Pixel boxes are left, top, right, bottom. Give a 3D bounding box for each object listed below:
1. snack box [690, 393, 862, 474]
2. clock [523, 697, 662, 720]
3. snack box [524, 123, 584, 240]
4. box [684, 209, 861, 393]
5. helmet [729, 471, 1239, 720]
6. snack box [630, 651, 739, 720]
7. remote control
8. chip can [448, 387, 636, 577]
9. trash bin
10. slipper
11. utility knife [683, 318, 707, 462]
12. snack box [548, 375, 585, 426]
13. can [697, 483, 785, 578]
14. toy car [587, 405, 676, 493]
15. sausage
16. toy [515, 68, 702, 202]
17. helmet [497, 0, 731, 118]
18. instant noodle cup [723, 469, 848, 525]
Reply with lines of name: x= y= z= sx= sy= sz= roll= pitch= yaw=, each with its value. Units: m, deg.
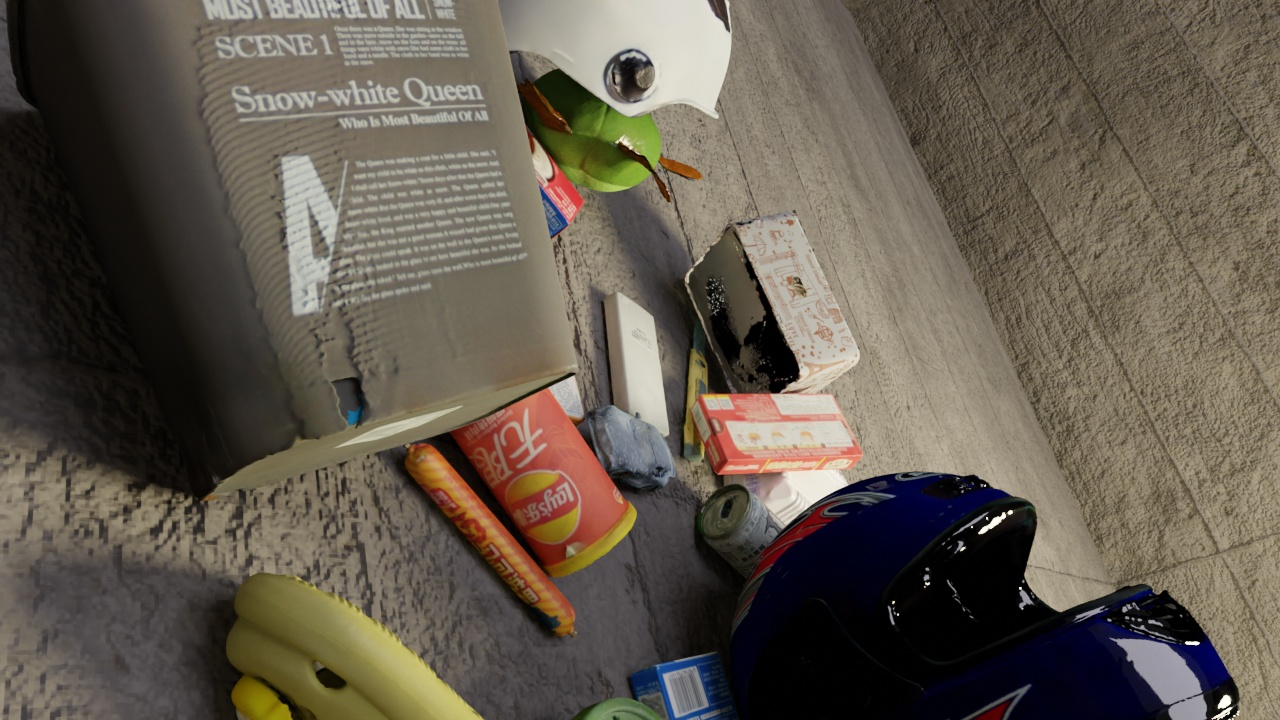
snack box: x=0.126 y=0.066 z=0.847 sx=0.152 sy=0.026 sz=0.075 roll=1 pitch=49 yaw=-27
clock: x=-0.030 y=0.248 z=0.491 sx=0.161 sy=0.056 sz=0.116 roll=20 pitch=47 yaw=-51
snack box: x=-0.132 y=-0.182 z=0.721 sx=0.207 sy=0.057 sz=0.058 roll=51 pitch=26 yaw=-17
box: x=0.136 y=-0.030 z=0.990 sx=0.272 sy=0.130 sz=0.179 roll=70 pitch=-1 yaw=-75
helmet: x=0.205 y=0.196 z=0.655 sx=0.246 sy=0.316 sz=0.240 roll=2 pitch=53 yaw=-45
snack box: x=0.047 y=0.282 z=0.619 sx=0.084 sy=0.026 sz=0.157 roll=14 pitch=53 yaw=-54
remote control: x=-0.005 y=0.005 z=0.798 sx=0.056 sy=0.019 sz=0.135 roll=33 pitch=39 yaw=-42
chip can: x=-0.090 y=0.030 z=0.579 sx=0.216 sy=0.073 sz=0.073 roll=56 pitch=28 yaw=-7
trash bin: x=-0.148 y=-0.067 z=0.423 sx=0.198 sy=0.199 sz=0.219 roll=-15 pitch=84 yaw=-35
slipper: x=-0.110 y=0.171 z=0.393 sx=0.190 sy=0.092 sz=0.081 roll=43 pitch=61 yaw=-6
utility knife: x=0.053 y=0.027 z=0.886 sx=0.031 sy=0.020 sz=0.195 roll=47 pitch=26 yaw=-31
snack box: x=-0.088 y=-0.024 z=0.678 sx=0.075 sy=0.026 sz=0.153 roll=19 pitch=49 yaw=-53
can: x=0.114 y=0.171 z=0.800 sx=0.146 sy=0.058 sz=0.058 roll=46 pitch=31 yaw=-27
toy car: x=-0.005 y=0.068 z=0.703 sx=0.120 sy=0.037 sz=0.054 roll=35 pitch=36 yaw=-64
sausage: x=-0.089 y=0.111 z=0.558 sx=0.165 sy=0.021 sz=0.021 roll=52 pitch=29 yaw=-15
toy: x=-0.045 y=-0.207 z=0.812 sx=0.227 sy=0.090 sz=0.246 roll=25 pitch=20 yaw=-16
helmet: x=-0.031 y=-0.301 z=0.730 sx=0.258 sy=0.146 sz=0.228 roll=14 pitch=26 yaw=-18
instant noodle cup: x=0.154 y=0.132 z=0.903 sx=0.173 sy=0.060 sz=0.137 roll=41 pitch=34 yaw=-31
